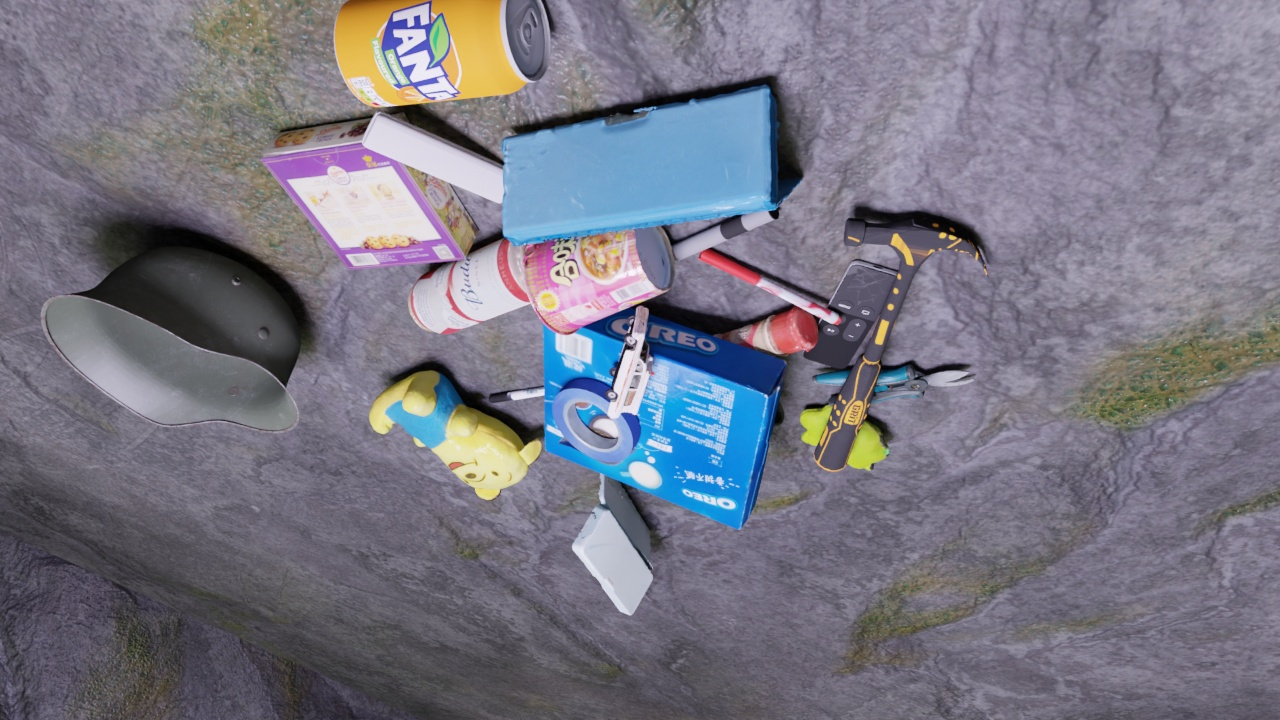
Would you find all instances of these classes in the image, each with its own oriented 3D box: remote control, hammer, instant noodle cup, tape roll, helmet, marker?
[{"bbox_3d":[-0.167,-0.169,0.775,0.130,0.012,0.033,19,122,-32],"label":"remote control"},{"bbox_3d":[0.192,-0.039,0.845,0.045,0.008,0.147,17,145,1],"label":"remote control"},{"bbox_3d":[0.214,-0.001,0.839,0.123,0.036,0.321,7,138,1],"label":"hammer"},{"bbox_3d":[-0.032,-0.081,0.813,0.109,0.097,0.098,-13,135,29],"label":"instant noodle cup"},{"bbox_3d":[-0.045,0.061,0.920,0.091,0.016,0.093,18,133,20],"label":"tape roll"},{"bbox_3d":[-0.479,-0.031,1.013,0.267,0.153,0.228,34,141,-16],"label":"helmet"},{"bbox_3d":[-0.122,0.038,1.083,0.152,0.011,0.011,-9,138,32],"label":"marker"},{"bbox_3d":[0.059,-0.107,0.801,0.141,0.016,0.016,-19,132,41],"label":"marker"},{"bbox_3d":[0.118,-0.066,0.827,0.142,0.012,0.013,26,145,-5],"label":"marker"}]

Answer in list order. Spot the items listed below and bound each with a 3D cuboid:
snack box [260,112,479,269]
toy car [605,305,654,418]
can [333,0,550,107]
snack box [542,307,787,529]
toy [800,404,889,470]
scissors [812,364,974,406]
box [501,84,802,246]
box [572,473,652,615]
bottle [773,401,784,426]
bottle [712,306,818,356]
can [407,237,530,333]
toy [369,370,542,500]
[{"bbox_3d":[-0.247,-0.151,0.848,0.144,0.040,0.148,-1,141,24],"label":"snack box"},{"bbox_3d":[-0.005,0.005,0.839,0.039,0.039,0.113,15,133,-6],"label":"toy car"},{"bbox_3d":[-0.143,-0.229,0.663,0.143,0.078,0.079,1,142,22],"label":"can"},{"bbox_3d":[0.016,0.051,0.927,0.239,0.056,0.196,20,134,17],"label":"snack box"},{"bbox_3d":[0.218,0.081,0.979,0.094,0.036,0.094,6,138,24],"label":"toy"},{"bbox_3d":[0.239,0.023,0.900,0.153,0.019,0.128,17,149,-6],"label":"scissors"},{"bbox_3d":[0.009,-0.142,0.739,0.232,0.094,0.102,-5,172,26],"label":"box"},{"bbox_3d":[-0.027,0.237,1.207,0.049,0.136,0.197,0,142,21],"label":"box"},{"bbox_3d":[0.075,0.087,1.014,0.071,0.071,0.207,34,142,-23],"label":"bottle"},{"bbox_3d":[0.115,-0.018,0.877,0.109,0.044,0.044,-18,132,41],"label":"bottle"},{"bbox_3d":[-0.153,-0.074,0.893,0.171,0.067,0.067,-15,134,39],"label":"can"},{"bbox_3d":[-0.223,0.090,1.136,0.214,0.083,0.149,38,147,-29],"label":"toy"}]
